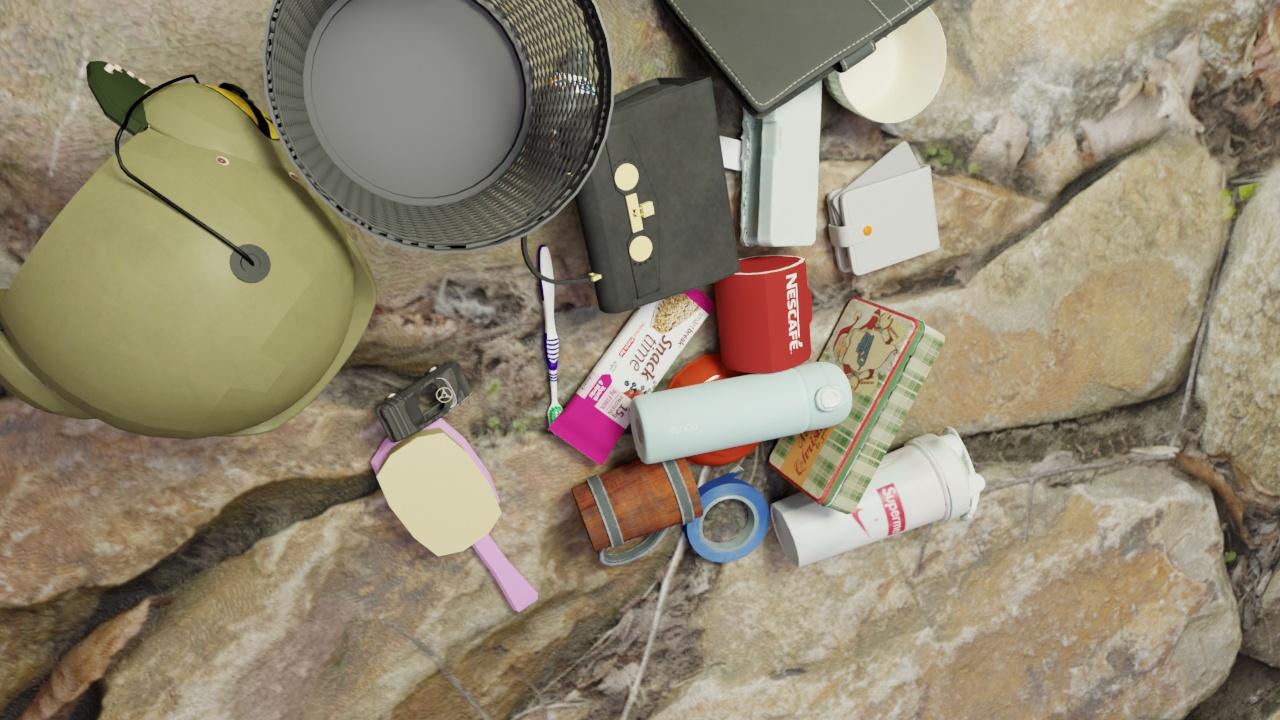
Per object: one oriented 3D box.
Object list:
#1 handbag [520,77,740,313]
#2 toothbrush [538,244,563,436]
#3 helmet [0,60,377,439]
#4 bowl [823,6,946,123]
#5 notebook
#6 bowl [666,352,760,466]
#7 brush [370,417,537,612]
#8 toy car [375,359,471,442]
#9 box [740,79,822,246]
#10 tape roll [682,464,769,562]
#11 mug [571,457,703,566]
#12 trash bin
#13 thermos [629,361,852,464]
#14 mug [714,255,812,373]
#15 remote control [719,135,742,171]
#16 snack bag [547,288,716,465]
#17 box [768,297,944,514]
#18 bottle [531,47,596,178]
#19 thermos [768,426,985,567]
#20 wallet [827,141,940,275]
[{"bbox_3d":[-0.021,-0.128,0.784,0.195,0.072,0.176,-28,120,-31],"label":"handbag"},{"bbox_3d":[-0.084,-0.016,0.869,0.015,0.016,0.187,-9,107,-21],"label":"toothbrush"},{"bbox_3d":[-0.313,-0.057,0.645,0.233,0.255,0.250,38,94,-18],"label":"helmet"},{"bbox_3d":[0.223,-0.284,0.871,0.115,0.062,0.115,-4,105,-16],"label":"bowl"},{"bbox_3d":[0.142,-0.326,0.812,0.209,0.029,0.169,-35,77,-3],"label":"notebook"},{"bbox_3d":[0.083,0.055,0.930,0.122,0.035,0.122,-4,105,-17],"label":"bowl"},{"bbox_3d":[-0.164,0.159,0.875,0.089,0.043,0.229,-34,111,-7],"label":"brush"},{"bbox_3d":[-0.191,0.036,0.823,0.092,0.037,0.040,-38,115,-41],"label":"toy car"},{"bbox_3d":[0.137,-0.207,0.868,0.083,0.067,0.199,-3,101,-13],"label":"box"},{"bbox_3d":[0.091,0.169,0.973,0.091,0.016,0.093,-33,111,-7],"label":"tape roll"},{"bbox_3d":[-0.001,0.150,0.912,0.111,0.081,0.117,-20,128,-8],"label":"mug"},{"bbox_3d":[-0.155,-0.203,0.683,0.217,0.227,0.218,-4,105,-17],"label":"trash bin"},{"bbox_3d":[0.097,0.048,0.872,0.206,0.078,0.065,-10,91,-11],"label":"thermos"},{"bbox_3d":[0.130,-0.051,0.899,0.116,0.081,0.097,-23,113,-42],"label":"mug"},{"bbox_3d":[0.040,-0.204,0.861,0.124,0.012,0.028,8,101,-19],"label":"remote control"},{"bbox_3d":[-0.005,0.005,0.891,0.070,0.016,0.196,38,85,-25],"label":"snack bag"},{"bbox_3d":[0.214,0.043,0.926,0.050,0.117,0.205,23,98,-24],"label":"box"},{"bbox_3d":[-0.065,-0.217,0.806,0.047,0.047,0.112,8,102,-19],"label":"bottle"},{"bbox_3d":[0.254,0.152,0.982,0.220,0.099,0.099,-20,109,-7],"label":"thermos"},{"bbox_3d":[0.244,-0.156,0.926,0.118,0.037,0.115,-19,109,-16],"label":"wallet"}]
